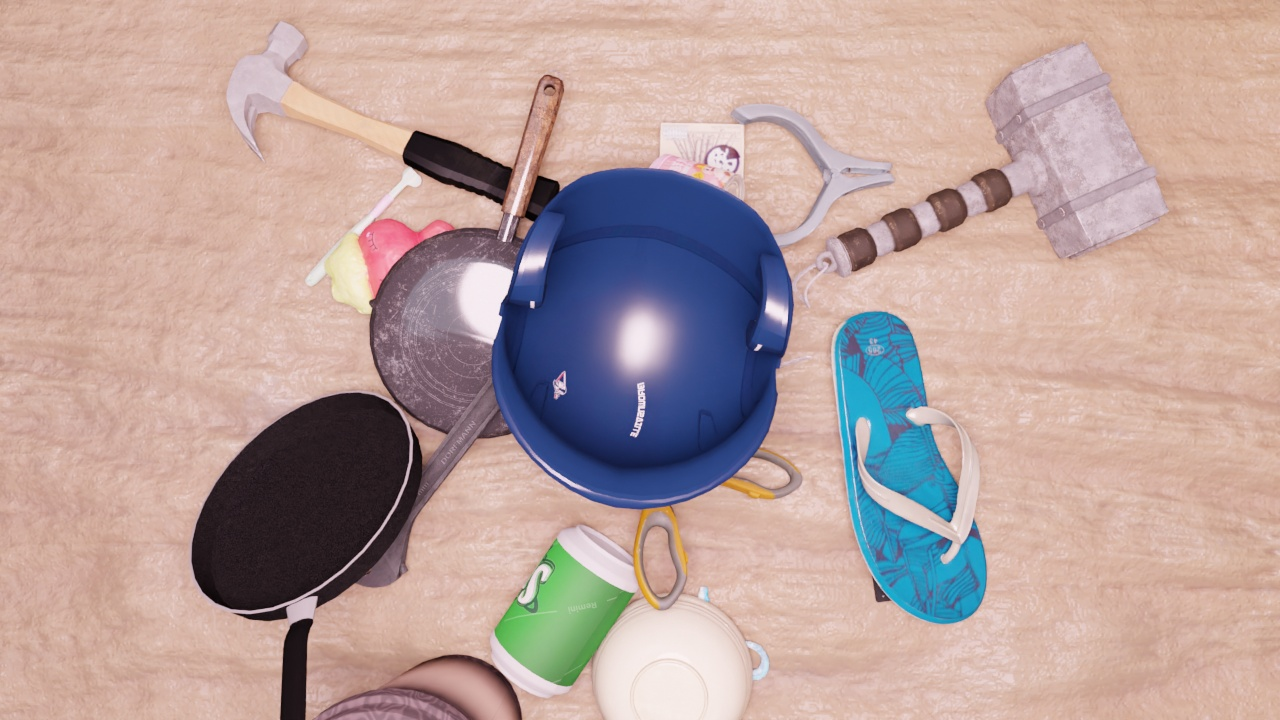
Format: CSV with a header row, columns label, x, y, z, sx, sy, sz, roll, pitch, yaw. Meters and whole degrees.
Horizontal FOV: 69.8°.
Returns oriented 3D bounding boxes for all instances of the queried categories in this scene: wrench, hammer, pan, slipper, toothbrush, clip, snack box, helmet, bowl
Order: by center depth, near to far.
label,x,y,z,sx,sy,sz,roll,pitch,yaw
helmet,-0.005,0.004,0.753,0.232,0.224,0.271,11,48,-3
pan,-0.281,0.168,0.771,0.225,0.034,0.355,-25,45,5
toothbrush,0.113,0.002,0.790,0.010,0.182,0.010,-1,84,-11
bowl,0.027,0.290,0.820,0.151,0.075,0.150,0,88,3
slipper,0.242,0.096,0.829,0.118,0.060,0.294,-13,85,-7
hammer,0.286,-0.142,0.837,0.326,0.079,0.177,-24,85,2
pan,-0.131,-0.095,0.849,0.207,0.040,0.357,17,98,-6
wrench,-0.194,0.108,0.856,0.073,0.018,0.273,40,103,5
clip,0.137,-0.178,0.858,0.165,0.032,0.164,44,83,-4
snack box,0.057,-0.151,0.879,0.082,0.026,0.150,1,86,3
hammer,-0.237,-0.212,0.885,0.328,0.039,0.131,22,72,1
toothbrush,-0.275,-0.130,0.904,0.022,0.015,0.155,45,91,7

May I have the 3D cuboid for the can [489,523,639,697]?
label,x,y,z,sx,sy,sz,roll,pitch,yaw
can,-0.068,0.226,0.834,0.088,0.088,0.140,34,89,5

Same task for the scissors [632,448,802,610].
label,x,y,z,sx,sy,sz,roll,pitch,yaw
scissors,0.035,0.119,0.838,0.225,0.016,0.229,14,63,-3

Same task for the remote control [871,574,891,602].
label,x,y,z,sx,sy,sz,roll,pitch,yaw
remote control,0.225,0.154,0.858,0.030,0.009,0.140,-9,86,3

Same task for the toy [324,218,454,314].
label,x,y,z,sx,sy,sz,roll,pitch,yaw
toy,-0.236,-0.093,0.884,0.135,0.045,0.091,-13,90,1

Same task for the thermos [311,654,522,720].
label,x,y,z,sx,sy,sz,roll,pitch,yaw
thermos,-0.182,0.338,0.764,0.173,0.226,0.172,0,86,3

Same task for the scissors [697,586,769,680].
label,x,y,z,sx,sy,sz,roll,pitch,yaw
scissors,0.048,0.282,0.861,0.134,0.011,0.140,27,90,2

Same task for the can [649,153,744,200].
label,x,y,z,sx,sy,sz,roll,pitch,yaw
can,0.046,-0.144,0.823,0.076,0.067,0.067,20,88,20
